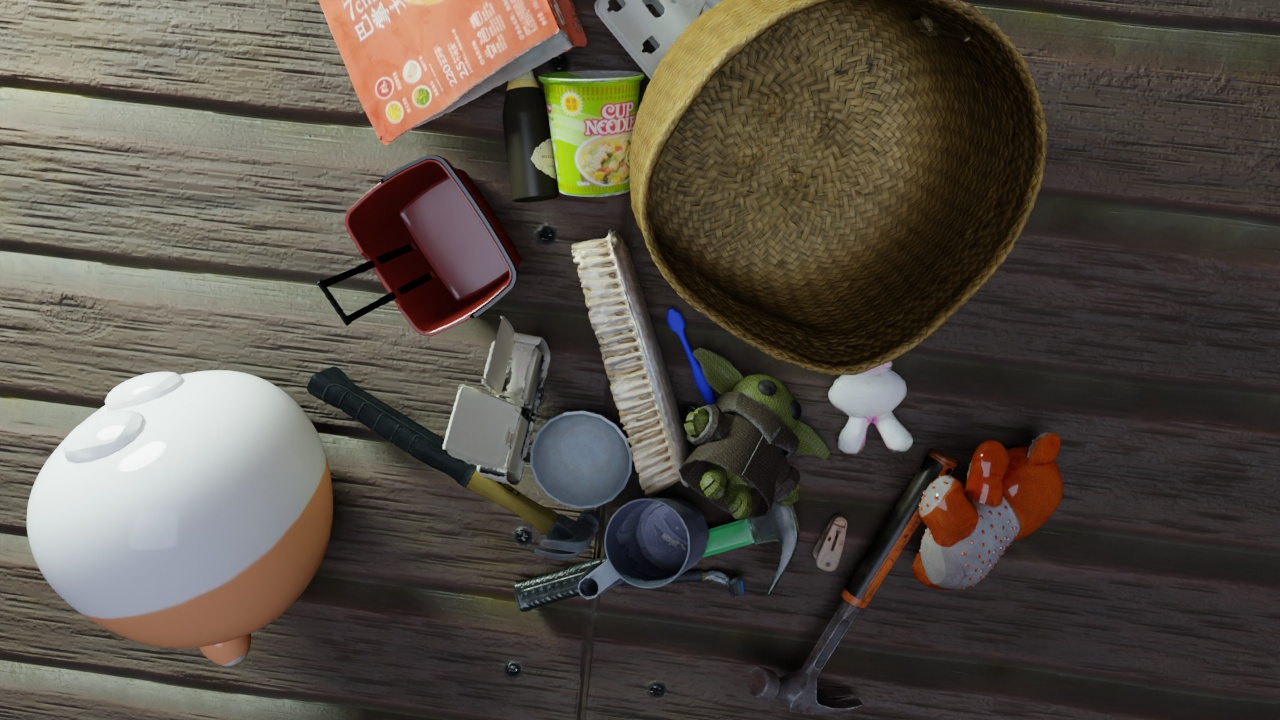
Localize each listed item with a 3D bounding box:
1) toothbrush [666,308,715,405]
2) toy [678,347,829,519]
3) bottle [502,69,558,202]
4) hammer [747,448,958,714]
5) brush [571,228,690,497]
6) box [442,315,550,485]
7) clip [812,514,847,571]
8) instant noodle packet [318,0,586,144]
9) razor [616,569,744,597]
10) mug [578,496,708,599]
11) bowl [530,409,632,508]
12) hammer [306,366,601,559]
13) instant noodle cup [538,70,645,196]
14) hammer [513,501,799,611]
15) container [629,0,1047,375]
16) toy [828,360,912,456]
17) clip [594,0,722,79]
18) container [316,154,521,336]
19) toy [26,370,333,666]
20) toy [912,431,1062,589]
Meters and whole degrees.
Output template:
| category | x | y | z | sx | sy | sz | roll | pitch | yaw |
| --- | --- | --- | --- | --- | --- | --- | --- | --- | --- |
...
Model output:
| category | x | y | z | sx | sy | sz | roll | pitch | yaw |
| --- | --- | --- | --- | --- | --- | --- | --- | --- | --- |
| toothbrush | 0.067 | 0.028 | 0.948 | 0.016 | 0.018 | 0.182 | -22 | 104 | 9 |
| toy | 0.105 | 0.081 | 0.894 | 0.179 | 0.152 | 0.078 | 38 | 147 | -12 |
| bottle | -0.111 | -0.247 | 0.879 | 0.045 | 0.045 | 0.184 | -5 | 96 | 6 |
| hammer | 0.245 | 0.237 | 0.963 | 0.137 | 0.035 | 0.314 | 26 | 99 | -27 |
| brush | -0.005 | 0.005 | 0.911 | 0.057 | 0.083 | 0.271 | -16 | 103 | 7 |
| box | -0.130 | 0.039 | 0.864 | 0.050 | 0.184 | 0.143 | 12 | 78 | 4 |
| clip | 0.201 | 0.194 | 0.964 | 0.024 | 0.041 | 0.061 | 17 | 110 | -1 |
| instant noodle packet | -0.184 | -0.317 | 0.838 | 0.221 | 0.083 | 0.164 | -24 | 91 | 17 |
| razor | 0.040 | 0.238 | 0.999 | 0.144 | 0.022 | 0.043 | 0 | 144 | 9 |
| mug | 0.004 | 0.189 | 0.911 | 0.124 | 0.104 | 0.084 | -41 | 76 | 9 |
| bowl | -0.060 | 0.098 | 0.961 | 0.106 | 0.039 | 0.106 | 1 | 104 | 4 |
| hammer | -0.195 | 0.105 | 0.947 | 0.333 | 0.117 | 0.025 | 31 | 105 | 2 |
| instant noodle cup | -0.044 | -0.213 | 0.860 | 0.099 | 0.098 | 0.108 | 0 | 111 | 4 |
| hammer | 0.013 | 0.212 | 0.977 | 0.319 | 0.032 | 0.130 | -19 | 81 | 13 |
| container | 0.146 | -0.168 | 0.772 | 0.307 | 0.196 | 0.307 | -4 | 119 | -7 |
| toy | 0.231 | 0.038 | 0.925 | 0.079 | 0.038 | 0.123 | -3 | 104 | 18 |
| clip | 0.047 | -0.322 | 0.850 | 0.152 | 0.096 | 0.126 | -42 | 99 | -8 |
| container | -0.194 | -0.101 | 0.840 | 0.127 | 0.200 | 0.148 | -30 | 100 | 11 |
| toy | -0.435 | 0.151 | 0.897 | 0.266 | 0.262 | 0.281 | -11 | 120 | 10 |
| toy | 0.340 | 0.143 | 0.902 | 0.172 | 0.093 | 0.164 | -30 | 135 | -18 |
